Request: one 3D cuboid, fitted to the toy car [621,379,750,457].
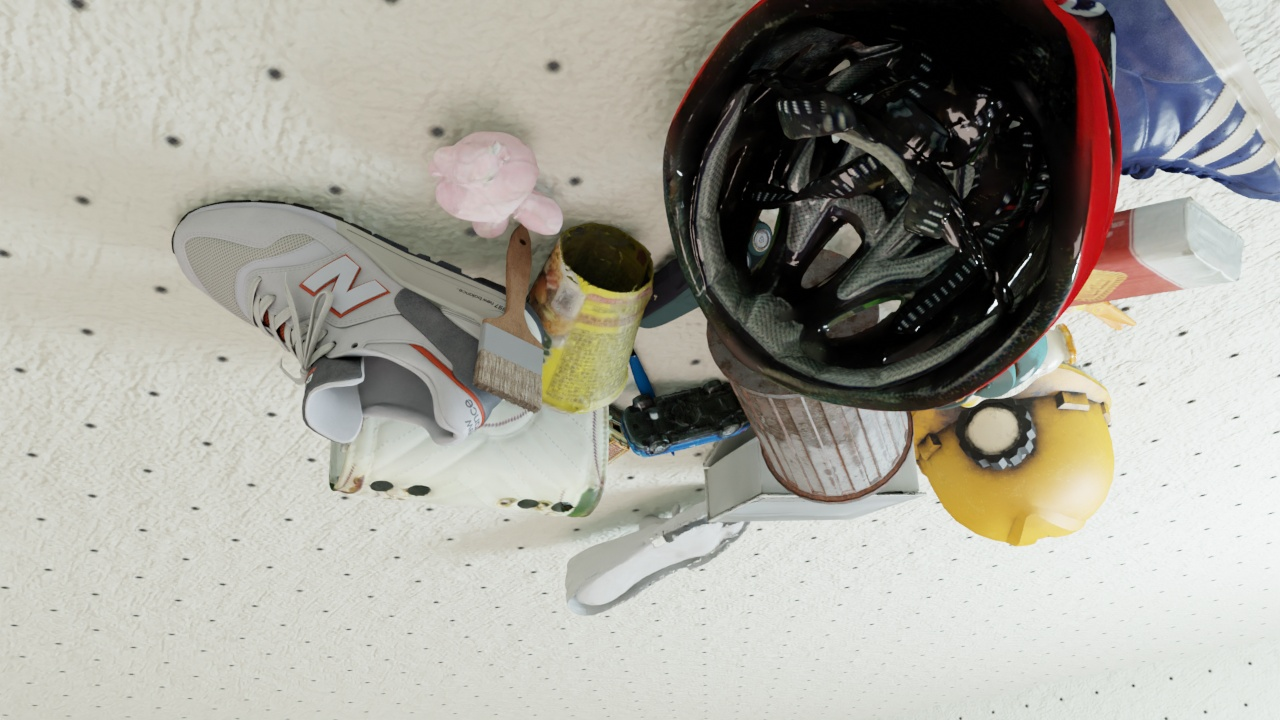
[{"bbox_3d":[0.041,0.055,0.815,0.120,0.056,0.044,-11,150,-20],"label":"toy car"}]

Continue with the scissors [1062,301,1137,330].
[{"bbox_3d":[0.379,-0.044,0.773,0.070,0.013,0.130,-30,141,34],"label":"scissors"}]

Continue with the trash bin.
[{"bbox_3d":[0.140,0.022,0.724,0.131,0.130,0.211,-15,146,14],"label":"trash bin"}]

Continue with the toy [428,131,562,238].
[{"bbox_3d":[-0.088,-0.105,0.555,0.063,0.047,0.110,-8,160,8],"label":"toy"}]

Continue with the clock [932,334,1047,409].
[{"bbox_3d":[0.263,-0.005,0.713,0.053,0.124,0.090,48,157,-21],"label":"clock"}]

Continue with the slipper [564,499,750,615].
[{"bbox_3d":[0.018,0.215,1.064,0.247,0.074,0.112,-30,149,17],"label":"slipper"}]

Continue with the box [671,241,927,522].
[{"bbox_3d":[0.149,-0.011,0.981,0.168,0.403,0.172,1,148,-14],"label":"box"}]

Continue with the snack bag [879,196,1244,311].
[{"bbox_3d":[0.271,-0.060,0.624,0.077,0.041,0.226,17,163,-34],"label":"snack bag"}]

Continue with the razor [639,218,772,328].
[{"bbox_3d":[0.036,-0.060,0.656,0.047,0.052,0.143,14,152,-28],"label":"razor"}]

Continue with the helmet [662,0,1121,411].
[{"bbox_3d":[0.124,-0.087,0.487,0.166,0.217,0.273,-42,171,-37],"label":"helmet"}]

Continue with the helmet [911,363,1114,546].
[{"bbox_3d":[0.385,0.116,0.923,0.206,0.131,0.255,-23,146,23],"label":"helmet"}]

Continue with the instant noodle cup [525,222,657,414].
[{"bbox_3d":[-0.040,-0.032,0.641,0.102,0.102,0.108,6,137,-20],"label":"instant noodle cup"}]

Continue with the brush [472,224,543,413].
[{"bbox_3d":[-0.078,-0.034,0.577,0.045,0.142,0.008,28,133,-31],"label":"brush"}]

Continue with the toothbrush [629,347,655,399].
[{"bbox_3d":[-0.005,0.005,0.777,0.014,0.014,0.168,20,157,23],"label":"toothbrush"}]

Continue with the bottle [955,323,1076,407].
[{"bbox_3d":[0.312,0.000,0.786,0.109,0.063,0.063,-16,148,12],"label":"bottle"}]

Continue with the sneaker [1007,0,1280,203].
[{"bbox_3d":[0.299,-0.127,0.546,0.119,0.091,0.233,-35,139,31],"label":"sneaker"}]

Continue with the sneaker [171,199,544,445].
[{"bbox_3d":[-0.183,-0.015,0.556,0.239,0.124,0.089,16,131,-6],"label":"sneaker"}]

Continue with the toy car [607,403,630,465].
[{"bbox_3d":[-0.036,0.066,0.833,0.047,0.047,0.112,-39,139,15],"label":"toy car"}]

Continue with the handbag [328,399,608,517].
[{"bbox_3d":[-0.128,0.042,0.696,0.198,0.141,0.096,10,143,-27],"label":"handbag"}]
